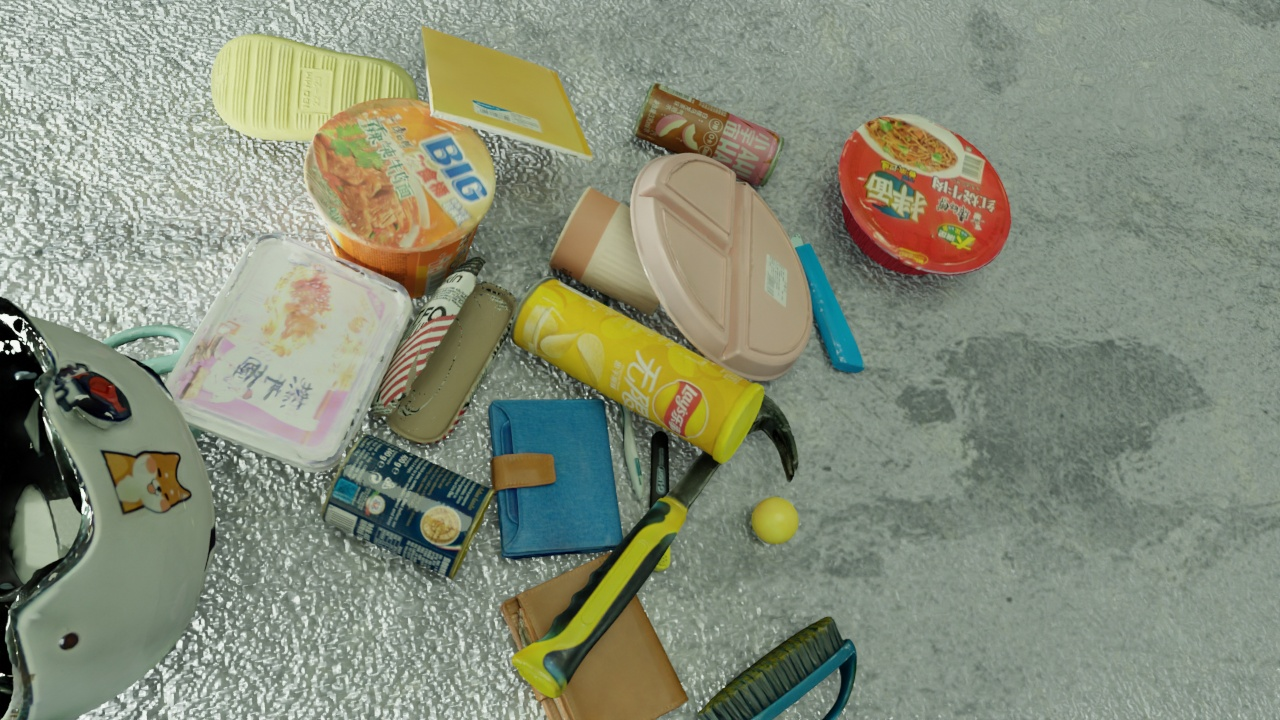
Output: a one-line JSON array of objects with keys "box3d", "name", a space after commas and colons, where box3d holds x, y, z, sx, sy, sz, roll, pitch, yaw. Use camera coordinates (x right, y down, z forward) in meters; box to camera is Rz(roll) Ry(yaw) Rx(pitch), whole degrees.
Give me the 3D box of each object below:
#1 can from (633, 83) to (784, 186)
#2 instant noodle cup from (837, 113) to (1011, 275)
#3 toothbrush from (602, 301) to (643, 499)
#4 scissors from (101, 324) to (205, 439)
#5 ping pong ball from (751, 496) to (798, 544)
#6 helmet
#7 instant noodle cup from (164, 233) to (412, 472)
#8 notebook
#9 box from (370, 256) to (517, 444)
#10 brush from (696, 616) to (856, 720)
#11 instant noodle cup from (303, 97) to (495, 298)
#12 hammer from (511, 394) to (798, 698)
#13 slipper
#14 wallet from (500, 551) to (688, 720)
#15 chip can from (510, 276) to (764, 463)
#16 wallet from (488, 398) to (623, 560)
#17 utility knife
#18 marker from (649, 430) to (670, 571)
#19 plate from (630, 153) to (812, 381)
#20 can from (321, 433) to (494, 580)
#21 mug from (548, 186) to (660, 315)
[{"box3d": [0.069, -0.230, 0.938, 0.147, 0.058, 0.057, 22, 62, -4], "name": "can"}, {"box3d": [0.285, -0.161, 0.960, 0.193, 0.066, 0.193, 5, 65, -12], "name": "instant noodle cup"}, {"box3d": [-0.020, 0.032, 0.818, 0.018, 0.016, 0.191, -8, 67, -7], "name": "toothbrush"}, {"box3d": [-0.363, -0.005, 0.743, 0.184, 0.019, 0.130, -37, 80, -28], "name": "scissors"}, {"box3d": [0.116, 0.138, 0.790, 0.040, 0.040, 0.040, 6, 64, -12], "name": "ping pong ball"}, {"box3d": [-0.372, 0.101, 0.600, 0.156, 0.231, 0.273, 17, 49, -56], "name": "helmet"}, {"box3d": [-0.273, -0.001, 0.726, 0.138, 0.060, 0.173, 23, 62, -11], "name": "instant noodle cup"}, {"box3d": [-0.129, -0.251, 0.851, 0.145, 0.010, 0.206, 11, 33, -25], "name": "notebook"}, {"box3d": [-0.159, -0.005, 0.776, 0.087, 0.076, 0.162, 39, 60, -28], "name": "box"}, {"box3d": [0.117, 0.266, 0.723, 0.143, 0.055, 0.073, -29, 75, -25], "name": "brush"}, {"box3d": [-0.206, -0.130, 0.788, 0.151, 0.112, 0.151, 6, 65, -12], "name": "instant noodle cup"}, {"box3d": [0.019, 0.132, 0.737, 0.126, 0.032, 0.322, 31, 54, 17], "name": "hammer"}, {"box3d": [-0.291, -0.236, 0.838, 0.190, 0.081, 0.091, 9, 88, 5], "name": "slipper"}, {"box3d": [-0.037, 0.228, 0.714, 0.107, 0.031, 0.131, -20, 72, -25], "name": "wallet"}, {"box3d": [-0.005, 0.004, 0.771, 0.213, 0.072, 0.071, 29, 61, 17], "name": "chip can"}, {"box3d": [-0.072, 0.095, 0.764, 0.106, 0.040, 0.133, 0, 66, -20], "name": "wallet"}, {"box3d": [0.181, -0.060, 0.912, 0.034, 0.018, 0.159, -5, 66, -30], "name": "utility knife"}, {"box3d": [0.017, 0.118, 0.788, 0.018, 0.015, 0.124, 8, 63, -15], "name": "marker"}, {"box3d": [0.083, -0.091, 0.835, 0.229, 0.028, 0.229, 27, 49, -35], "name": "plate"}, {"box3d": [-0.178, 0.111, 0.705, 0.111, 0.075, 0.075, 25, 62, -2], "name": "can"}, {"box3d": [-0.016, -0.106, 0.854, 0.106, 0.082, 0.114, 28, 32, -3], "name": "mug"}]
